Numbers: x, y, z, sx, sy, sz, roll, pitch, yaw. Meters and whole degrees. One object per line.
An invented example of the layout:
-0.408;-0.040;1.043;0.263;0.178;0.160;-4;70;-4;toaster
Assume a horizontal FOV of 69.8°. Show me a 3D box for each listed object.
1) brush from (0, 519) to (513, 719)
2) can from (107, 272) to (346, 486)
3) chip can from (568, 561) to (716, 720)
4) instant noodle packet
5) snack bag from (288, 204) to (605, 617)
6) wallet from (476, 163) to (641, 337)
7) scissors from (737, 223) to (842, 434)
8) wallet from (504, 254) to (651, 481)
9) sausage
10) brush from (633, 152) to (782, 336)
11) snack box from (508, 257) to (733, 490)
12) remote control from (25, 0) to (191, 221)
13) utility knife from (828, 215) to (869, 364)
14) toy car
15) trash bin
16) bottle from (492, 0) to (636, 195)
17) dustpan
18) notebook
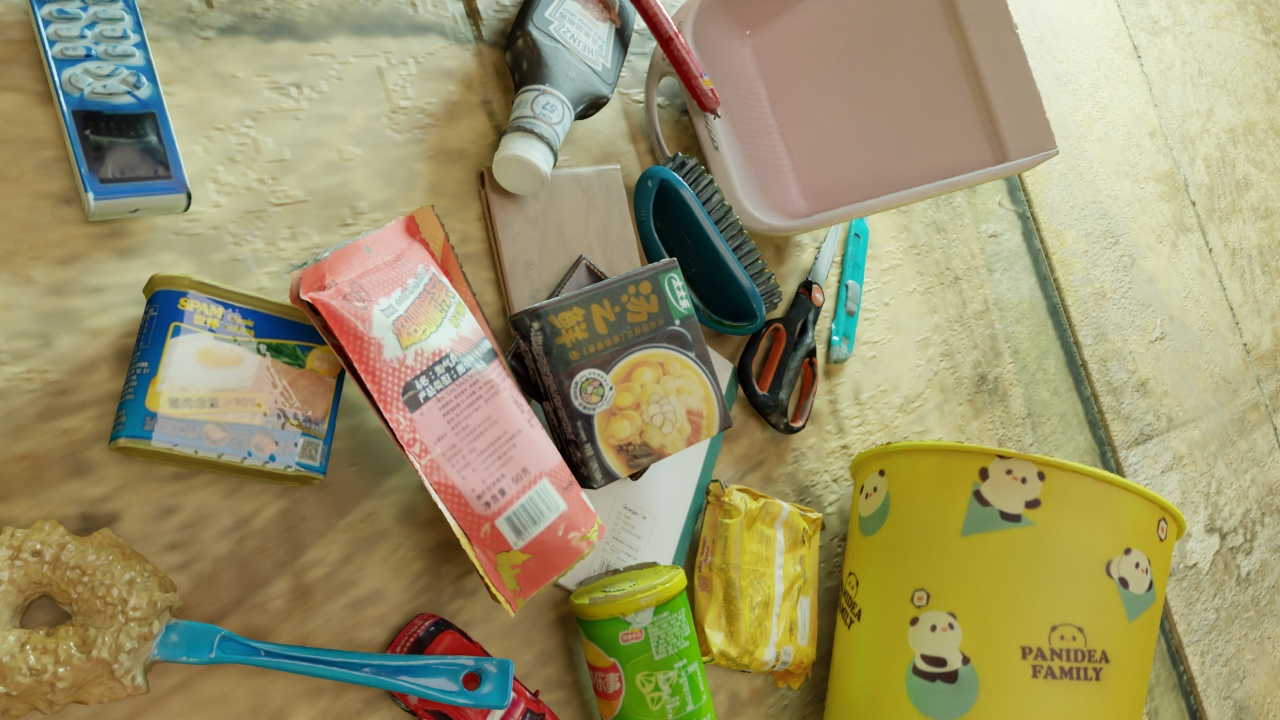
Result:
-0.180;0.134;0.426;0.254;0.046;0.083;18;59;-23;brush
-0.201;0.013;0.457;0.102;0.057;0.083;18;70;-33;can
0.016;0.236;0.545;0.072;0.073;0.221;-13;89;-39;chip can
0.080;0.158;0.639;0.110;0.044;0.128;21;68;-32;instant noodle packet
-0.097;0.024;0.491;0.208;0.073;0.128;61;26;-12;snack bag
-0.049;-0.075;0.608;0.101;0.020;0.115;-9;81;-29;wallet
0.129;-0.052;0.741;0.124;0.022;0.234;27;63;-38;scissors
-0.021;0.005;0.593;0.122;0.020;0.096;43;66;-22;wallet
0.015;-0.239;0.656;0.156;0.020;0.020;53;53;-19;sausage
0.042;-0.076;0.665;0.073;0.055;0.144;-43;105;-28;brush
-0.003;0.003;0.567;0.125;0.053;0.113;-23;97;-25;snack box
-0.269;-0.133;0.463;0.048;0.024;0.125;-15;86;-39;remote control
0.184;-0.071;0.797;0.029;0.013;0.171;28;63;-30;utility knife
-0.088;0.191;0.503;0.120;0.045;0.052;49;56;-19;toy car
0.236;0.215;0.639;0.229;0.230;0.254;28;68;-29;trash bin
-0.055;-0.192;0.615;0.080;0.044;0.194;33;54;-27;bottle
0.151;-0.209;0.691;0.138;0.274;0.222;-16;85;-64;dustpan
-0.010;0.057;0.617;0.150;0.012;0.208;34;60;-26;notebook
